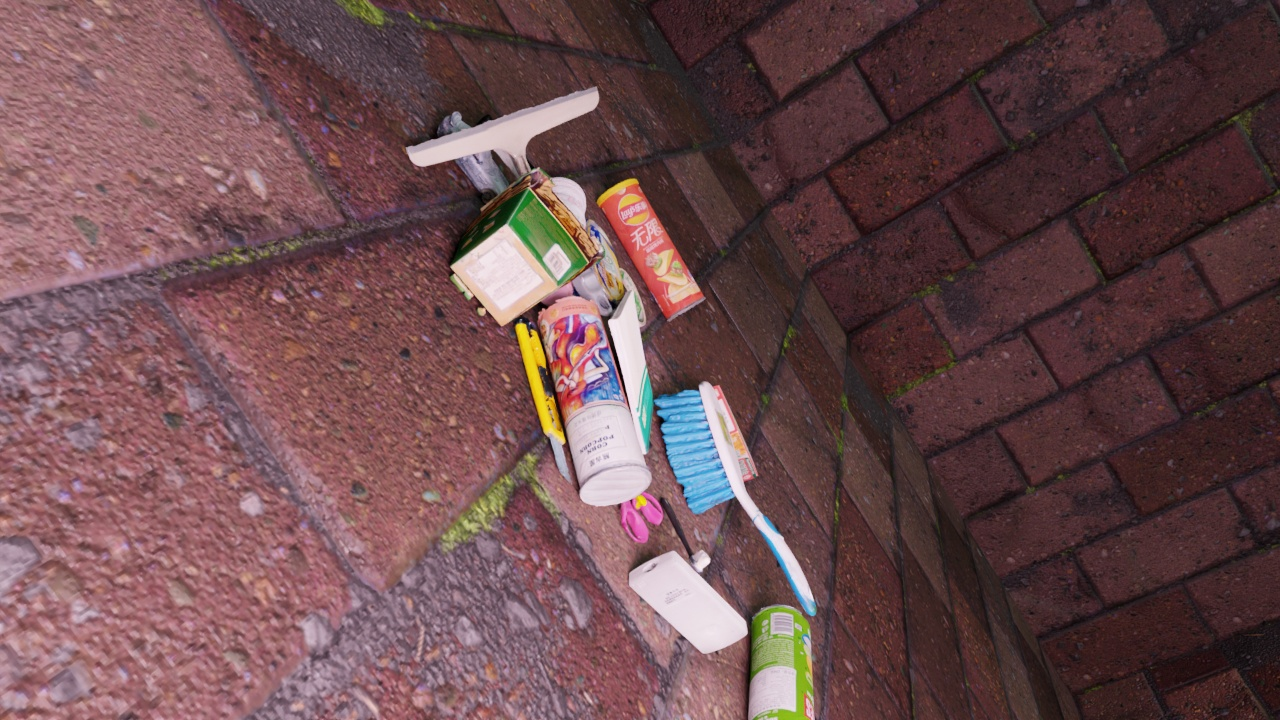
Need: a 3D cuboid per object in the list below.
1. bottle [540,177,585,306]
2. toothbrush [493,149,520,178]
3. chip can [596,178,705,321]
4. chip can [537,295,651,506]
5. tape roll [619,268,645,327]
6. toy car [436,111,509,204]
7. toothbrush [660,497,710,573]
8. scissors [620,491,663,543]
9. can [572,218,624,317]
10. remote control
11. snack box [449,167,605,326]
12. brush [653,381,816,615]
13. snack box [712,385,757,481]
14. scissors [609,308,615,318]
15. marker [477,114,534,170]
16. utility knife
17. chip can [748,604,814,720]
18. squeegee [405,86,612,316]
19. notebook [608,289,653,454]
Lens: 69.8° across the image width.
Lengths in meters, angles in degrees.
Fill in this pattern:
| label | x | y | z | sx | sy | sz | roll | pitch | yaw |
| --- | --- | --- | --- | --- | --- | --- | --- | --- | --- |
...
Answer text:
| label | x | y | z | sx | sy | sz | roll | pitch | yaw |
| --- | --- | --- | --- | --- | --- | --- | --- | --- | --- |
| bottle | -0.099 | -0.141 | 1.091 | 0.068 | 0.068 | 0.196 | 45 | 28 | -34 |
| toothbrush | -0.121 | -0.199 | 1.056 | 0.187 | 0.017 | 0.016 | 50 | 32 | 9 |
| chip can | 0.017 | -0.169 | 1.403 | 0.216 | 0.073 | 0.073 | 59 | 19 | 0 |
| chip can | -0.050 | 0.037 | 0.932 | 0.071 | 0.071 | 0.214 | 34 | 31 | -50 |
| tape roll | -0.017 | -0.085 | 1.263 | 0.086 | 0.014 | 0.085 | 59 | 17 | -32 |
| toy car | -0.186 | -0.227 | 1.048 | 0.120 | 0.037 | 0.054 | 55 | 19 | -23 |
| toothbrush | 0.043 | 0.177 | 0.959 | 0.015 | 0.018 | 0.181 | 45 | 1 | -16 |
| scissors | -0.020 | 0.136 | 0.951 | 0.133 | 0.017 | 0.123 | 46 | 22 | -22 |
| can | -0.064 | -0.114 | 1.158 | 0.074 | 0.049 | 0.148 | 40 | 27 | -42 |
| remote control | 0.048 | 0.240 | 0.902 | 0.135 | 0.056 | 0.019 | 48 | 22 | -28 |
| snack box | -0.118 | -0.103 | 0.916 | 0.118 | 0.118 | 0.105 | 50 | 26 | -17 |
| brush | 0.107 | 0.162 | 1.088 | 0.060 | 0.110 | 0.314 | 38 | 32 | -61 |
| snack box | 0.126 | 0.103 | 1.269 | 0.156 | 0.027 | 0.077 | 61 | 8 | -56 |
| scissors | -0.055 | -0.103 | 1.227 | 0.141 | 0.014 | 0.173 | 52 | 23 | -23 |
| marker | -0.160 | -0.263 | 1.185 | 0.132 | 0.020 | 0.022 | 47 | 6 | -33 |
| utility knife | -0.094 | 0.035 | 0.914 | 0.033 | 0.015 | 0.197 | 31 | 34 | -53 |
| chip can | 0.146 | 0.353 | 0.952 | 0.072 | 0.072 | 0.235 | 54 | 20 | -14 |
| squeegee | -0.096 | -0.155 | 1.014 | 0.245 | 0.039 | 0.246 | -28 | 91 | -30 |
| notebook | -0.006 | 0.006 | 1.054 | 0.209 | 0.012 | 0.150 | -76 | 154 | -77 |
